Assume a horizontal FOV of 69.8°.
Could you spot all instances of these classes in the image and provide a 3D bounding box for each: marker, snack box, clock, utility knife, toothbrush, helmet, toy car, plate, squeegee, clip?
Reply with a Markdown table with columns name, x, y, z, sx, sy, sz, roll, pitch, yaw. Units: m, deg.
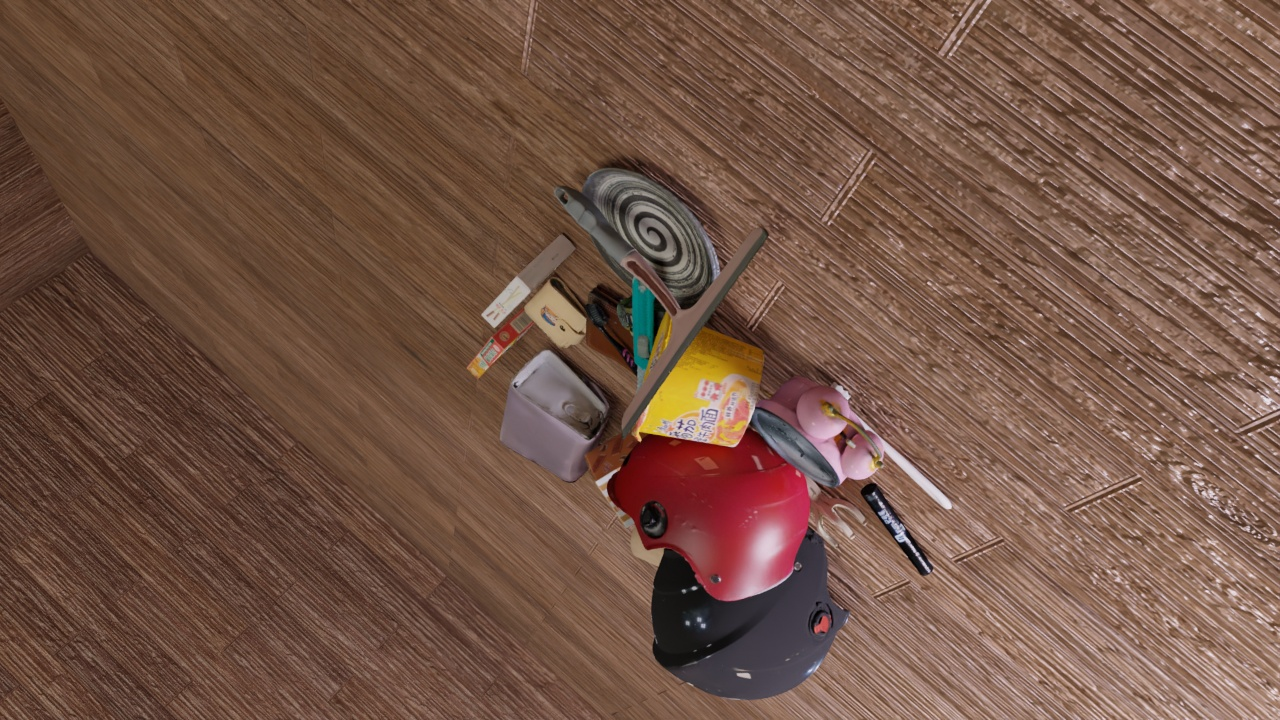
| name | x | y | z | sx | sy | sz | roll | pitch | yaw |
| --- | --- | --- | --- | --- | --- | --- | --- | --- | --- |
| marker | 0.288 | 0.189 | 1.027 | 0.132 | 0.020 | 0.022 | 52 | -179 | -18 |
| snack box | -0.197 | -0.026 | 1.307 | 0.027 | 0.076 | 0.156 | 46 | 153 | -4 |
| snack box | -0.140 | -0.096 | 1.125 | 0.027 | 0.084 | 0.157 | 45 | 153 | -7 |
| clock | 0.182 | 0.072 | 0.927 | 0.117 | 0.059 | 0.159 | 48 | 168 | -18 |
| utility knife | 0.004 | -0.019 | 1.032 | 0.029 | 0.013 | 0.217 | 18 | 138 | 18 |
| toothbrush | -0.007 | 0.006 | 1.103 | 0.018 | 0.014 | 0.189 | -25 | 107 | 43 |
| snack box | -0.010 | 0.158 | 1.271 | 0.093 | 0.094 | 0.077 | 59 | 179 | -28 |
| helmet | 0.087 | 0.139 | 1.041 | 0.240 | 0.206 | 0.144 | 33 | 114 | 25 |
| toothbrush | 0.255 | 0.088 | 0.935 | 0.180 | 0.016 | 0.016 | 44 | 167 | -5 |
| toy car | 0.018 | -0.049 | 1.031 | 0.091 | 0.036 | 0.043 | 14 | 135 | 29 |
| plate | 0.013 | -0.127 | 0.947 | 0.179 | 0.024 | 0.180 | 34 | 151 | 21 |
| helmet | 0.141 | 0.337 | 1.226 | 0.274 | 0.229 | 0.234 | 31 | 159 | -20 |
| squeegee | -0.010 | -0.097 | 0.912 | 0.249 | 0.040 | 0.248 | 50 | 120 | 29 |
| clip | 0.223 | 0.172 | 1.074 | 0.103 | 0.034 | 0.093 | 58 | 154 | -10 |

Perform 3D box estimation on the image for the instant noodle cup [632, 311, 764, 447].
| name | x | y | z | sx | sy | sz | roll | pitch | yaw |
| --- | --- | --- | --- | --- | --- | --- | --- | --- | --- |
| instant noodle cup | 0.061 | 0.025 | 0.965 | 0.110 | 0.137 | 0.138 | 17 | 151 | -4 |

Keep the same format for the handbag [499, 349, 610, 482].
| name | x | y | z | sx | sy | sz | roll | pitch | yaw |
| --- | --- | --- | --- | --- | --- | --- | --- | --- | --- |
| handbag | -0.122 | 0.089 | 1.346 | 0.145 | 0.098 | 0.197 | 40 | 151 | 10 |

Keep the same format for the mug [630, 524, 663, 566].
| name | x | y | z | sx | sy | sz | roll | pitch | yaw |
| --- | --- | --- | --- | --- | --- | --- | --- | --- | --- |
| mug | 0.050 | 0.261 | 1.392 | 0.104 | 0.084 | 0.125 | 18 | 117 | 38 |

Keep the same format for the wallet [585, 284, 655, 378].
| name | x | y | z | sx | sy | sz | roll | pitch | yaw |
| --- | --- | --- | --- | --- | --- | --- | --- | --- | --- |
| wallet | -0.012 | -0.028 | 1.111 | 0.124 | 0.032 | 0.101 | 32 | 148 | 20 |

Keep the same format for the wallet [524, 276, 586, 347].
| name | x | y | z | sx | sy | sz | roll | pitch | yaw |
| --- | --- | --- | --- | --- | --- | --- | --- | --- | --- |
| wallet | -0.106 | -0.057 | 1.202 | 0.087 | 0.024 | 0.115 | 45 | 151 | -6 |
